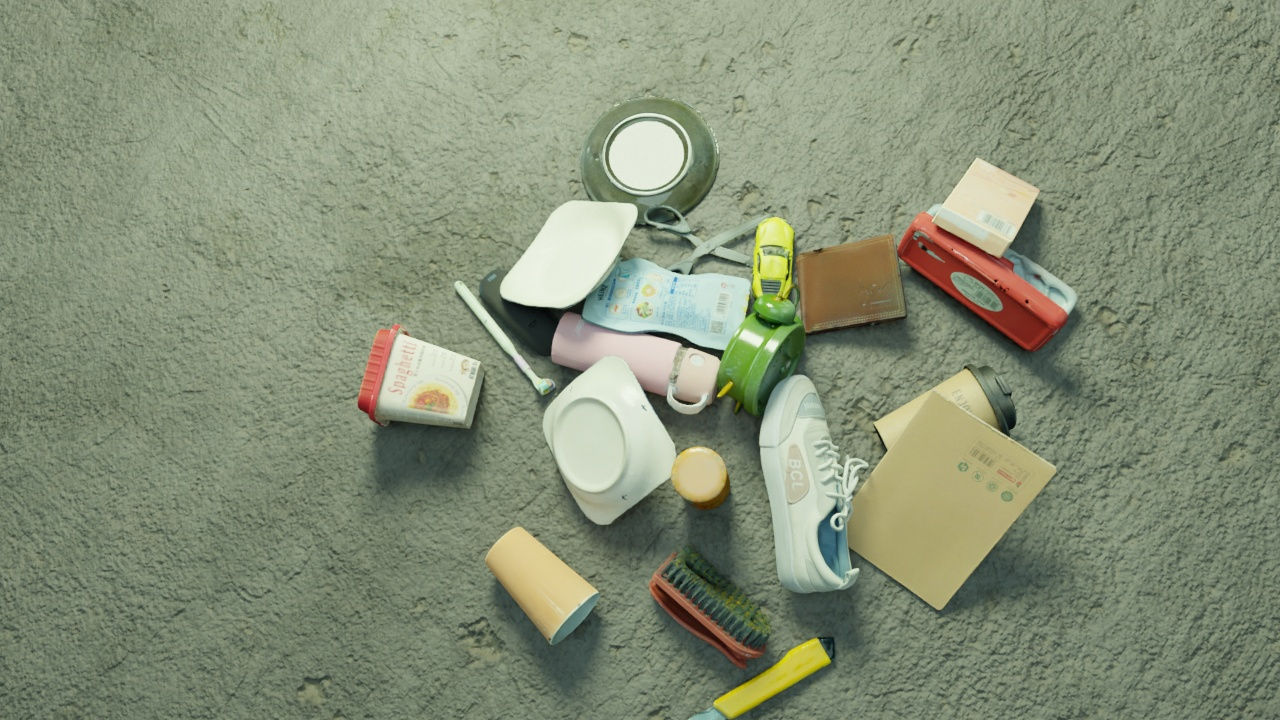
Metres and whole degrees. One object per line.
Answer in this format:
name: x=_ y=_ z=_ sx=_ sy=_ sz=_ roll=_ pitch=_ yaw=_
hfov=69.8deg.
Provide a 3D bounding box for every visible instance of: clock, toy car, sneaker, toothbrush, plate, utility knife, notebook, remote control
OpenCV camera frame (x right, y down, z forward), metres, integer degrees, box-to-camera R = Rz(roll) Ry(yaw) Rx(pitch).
clock: x=0.144 y=-0.013 z=1.048 sx=0.056 sy=0.116 sz=0.161 roll=28 pitch=85 yaw=22
toy car: x=0.160 y=-0.122 z=1.105 sx=0.048 sy=0.032 sz=0.105 roll=4 pitch=85 yaw=4
sneaker: x=0.194 y=0.133 z=1.006 sx=0.091 sy=0.089 sz=0.242 roll=-12 pitch=78 yaw=46
toothbrush: x=-0.173 y=-0.031 z=1.140 sx=0.189 sy=0.029 sz=0.020 roll=48 pitch=127 yaw=15
plate: x=-0.048 y=0.093 z=1.043 sx=0.165 sy=0.034 sz=0.163 roll=-43 pitch=68 yaw=32
plate: x=-0.080 y=-0.122 z=1.108 sx=0.164 sy=0.034 sz=0.164 roll=13 pitch=63 yaw=45
utility knife: x=0.120 y=0.367 z=1.016 sx=0.223 sy=0.015 sz=0.033 roll=-29 pitch=77 yaw=-2
notebook: x=0.320 y=0.153 z=0.990 sx=0.148 sy=0.008 sz=0.208 roll=35 pitch=114 yaw=13
remote control: x=-0.150 y=-0.062 z=1.140 sx=0.053 sy=0.024 sz=0.136 roll=-44 pitch=76 yaw=-5
plate: x=0.009 y=-0.259 z=1.164 sx=0.179 sy=0.024 sz=0.179 roll=-2 pitch=78 yaw=7

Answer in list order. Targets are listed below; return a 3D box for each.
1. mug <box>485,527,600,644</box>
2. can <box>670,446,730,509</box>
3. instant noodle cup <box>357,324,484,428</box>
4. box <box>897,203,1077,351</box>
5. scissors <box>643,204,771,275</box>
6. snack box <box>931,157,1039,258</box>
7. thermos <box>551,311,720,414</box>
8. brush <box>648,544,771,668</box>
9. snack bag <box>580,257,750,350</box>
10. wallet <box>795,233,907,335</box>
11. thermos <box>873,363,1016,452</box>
mug: x=-0.115 y=0.251 z=1.044 sx=0.123 sy=0.078 sz=0.078 roll=41 pitch=85 yaw=19
can: x=0.068 y=0.132 z=1.007 sx=0.058 sy=0.146 sz=0.058 roll=-1 pitch=78 yaw=7
instant noodle cup: x=-0.257 y=0.029 z=1.096 sx=0.124 sy=0.117 sz=0.116 roll=14 pitch=79 yaw=-3
box: x=0.404 y=-0.108 z=1.057 sx=0.201 sy=0.095 sz=0.100 roll=39 pitch=67 yaw=15
scissors: x=0.077 y=-0.142 z=1.131 sx=0.181 sy=0.014 sz=0.159 roll=-39 pitch=86 yaw=0
snack box: x=0.397 y=-0.177 z=1.049 sx=0.084 sy=0.026 sz=0.156 roll=32 pitch=43 yaw=13
thermos: x=-0.006 y=0.006 z=1.081 sx=0.199 sy=0.067 sz=0.087 roll=18 pitch=50 yaw=11
brush: x=0.078 y=0.279 z=1.022 sx=0.146 sy=0.063 sz=0.069 roll=39 pitch=115 yaw=12
snack bag: x=0.032 y=-0.071 z=1.091 sx=0.191 sy=0.039 sz=0.110 roll=10 pitch=65 yaw=4
wallet: x=0.247 y=-0.087 z=1.082 sx=0.125 sy=0.032 sz=0.101 roll=-10 pitch=80 yaw=22
thermos: x=0.338 y=0.067 z=1.021 sx=0.143 sy=0.093 sz=0.093 roll=-25 pitch=76 yaw=8
